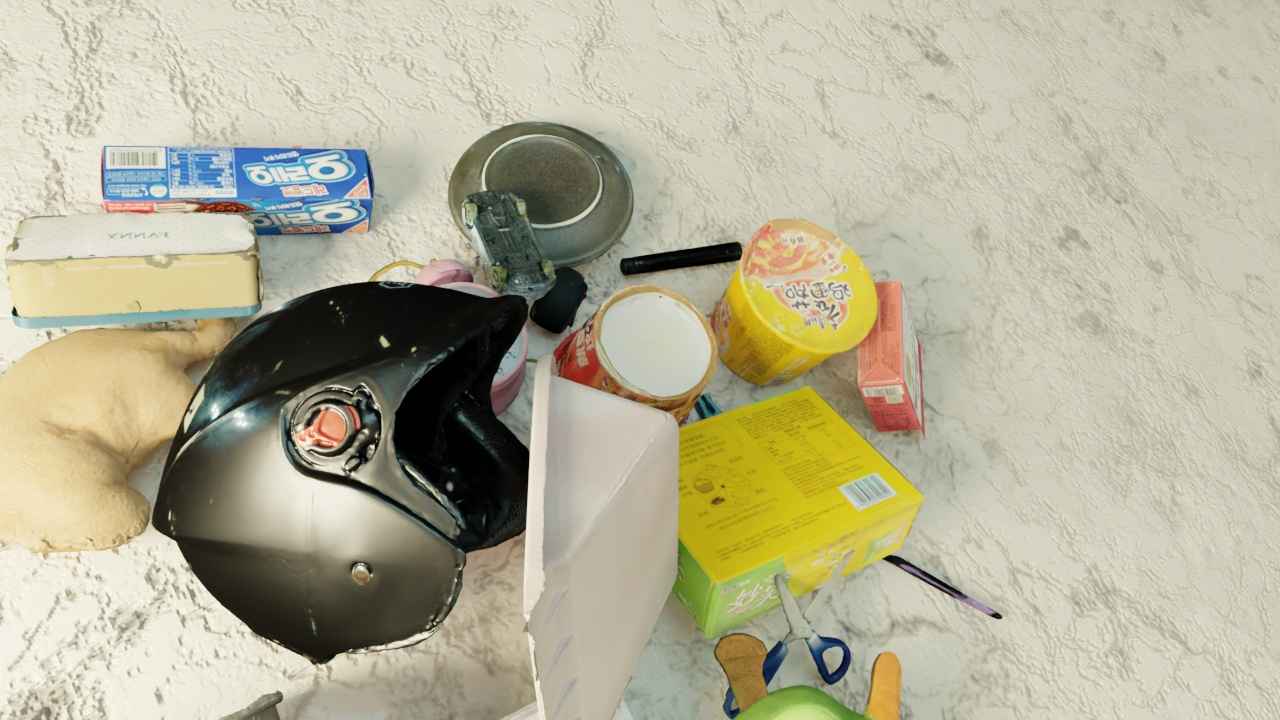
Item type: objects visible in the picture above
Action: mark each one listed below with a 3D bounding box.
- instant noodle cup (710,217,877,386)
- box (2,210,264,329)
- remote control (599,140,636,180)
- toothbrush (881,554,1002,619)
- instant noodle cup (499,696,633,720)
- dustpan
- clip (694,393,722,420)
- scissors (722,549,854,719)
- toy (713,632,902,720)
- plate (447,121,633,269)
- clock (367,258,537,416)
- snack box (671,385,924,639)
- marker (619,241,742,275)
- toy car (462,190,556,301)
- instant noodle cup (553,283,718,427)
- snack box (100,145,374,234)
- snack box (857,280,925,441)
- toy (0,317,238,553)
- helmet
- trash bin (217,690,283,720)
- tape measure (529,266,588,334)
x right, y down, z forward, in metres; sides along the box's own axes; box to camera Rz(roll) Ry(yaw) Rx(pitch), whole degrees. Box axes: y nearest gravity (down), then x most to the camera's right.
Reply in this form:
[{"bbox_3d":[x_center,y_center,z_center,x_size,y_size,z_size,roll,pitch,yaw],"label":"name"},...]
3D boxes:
[{"bbox_3d":[0.136,-0.046,0.868,0.138,0.110,0.137,8,63,-16],"label":"instant noodle cup"},{"bbox_3d":[-0.386,-0.071,0.698,0.184,0.059,0.089,-6,34,-20],"label":"box"},{"bbox_3d":[-0.052,-0.160,0.907,0.056,0.020,0.135,29,60,-3],"label":"remote control"},{"bbox_3d":[0.255,0.194,0.849,0.189,0.014,0.016,29,46,-5],"label":"toothbrush"},{"bbox_3d":[-0.074,0.317,0.636,0.173,0.060,0.138,-19,72,-29],"label":"instant noodle cup"},{"bbox_3d":[-0.063,0.129,0.618,0.139,0.223,0.272,15,36,19],"label":"dustpan"},{"bbox_3d":[0.069,0.056,0.849,0.038,0.013,0.055,-22,76,-29],"label":"clip"},{"bbox_3d":[0.125,0.223,0.728,0.162,0.176,0.012,36,7,-39],"label":"scissors"},{"bbox_3d":[0.134,0.318,0.682,0.247,0.090,0.226,30,82,-2],"label":"toy"},{"bbox_3d":[-0.094,-0.165,0.873,0.179,0.024,0.179,3,60,-6],"label":"plate"},{"bbox_3d":[-0.164,-0.022,0.774,0.158,0.060,0.117,42,57,5],"label":"clock"},{"bbox_3d":[0.101,0.116,0.763,0.209,0.070,0.157,-17,45,-26],"label":"snack box"},{"bbox_3d":[0.043,-0.101,0.913,0.131,0.022,0.020,-11,111,-25],"label":"marker"},{"bbox_3d":[-0.116,-0.100,0.799,0.054,0.037,0.120,-11,58,-30],"label":"toy car"},{"bbox_3d":[-0.005,0.005,0.791,0.137,0.109,0.137,8,62,-16],"label":"instant noodle cup"},{"bbox_3d":[-0.332,-0.143,0.772,0.207,0.058,0.057,-5,66,-22],"label":"snack box"},{"bbox_3d":[0.245,0.004,0.899,0.044,0.127,0.113,-6,58,23],"label":"snack box"},{"bbox_3d":[-0.384,0.030,0.659,0.143,0.083,0.225,23,54,-9],"label":"toy"},{"bbox_3d":[-0.184,0.060,0.613,0.230,0.233,0.275,24,96,2],"label":"helmet"},{"bbox_3d":[-0.255,0.325,0.496,0.198,0.199,0.219,-21,80,-27],"label":"trash bin"},{"bbox_3d":[-0.071,-0.053,0.825,0.039,0.057,0.057,31,77,-2],"label":"tape measure"}]
